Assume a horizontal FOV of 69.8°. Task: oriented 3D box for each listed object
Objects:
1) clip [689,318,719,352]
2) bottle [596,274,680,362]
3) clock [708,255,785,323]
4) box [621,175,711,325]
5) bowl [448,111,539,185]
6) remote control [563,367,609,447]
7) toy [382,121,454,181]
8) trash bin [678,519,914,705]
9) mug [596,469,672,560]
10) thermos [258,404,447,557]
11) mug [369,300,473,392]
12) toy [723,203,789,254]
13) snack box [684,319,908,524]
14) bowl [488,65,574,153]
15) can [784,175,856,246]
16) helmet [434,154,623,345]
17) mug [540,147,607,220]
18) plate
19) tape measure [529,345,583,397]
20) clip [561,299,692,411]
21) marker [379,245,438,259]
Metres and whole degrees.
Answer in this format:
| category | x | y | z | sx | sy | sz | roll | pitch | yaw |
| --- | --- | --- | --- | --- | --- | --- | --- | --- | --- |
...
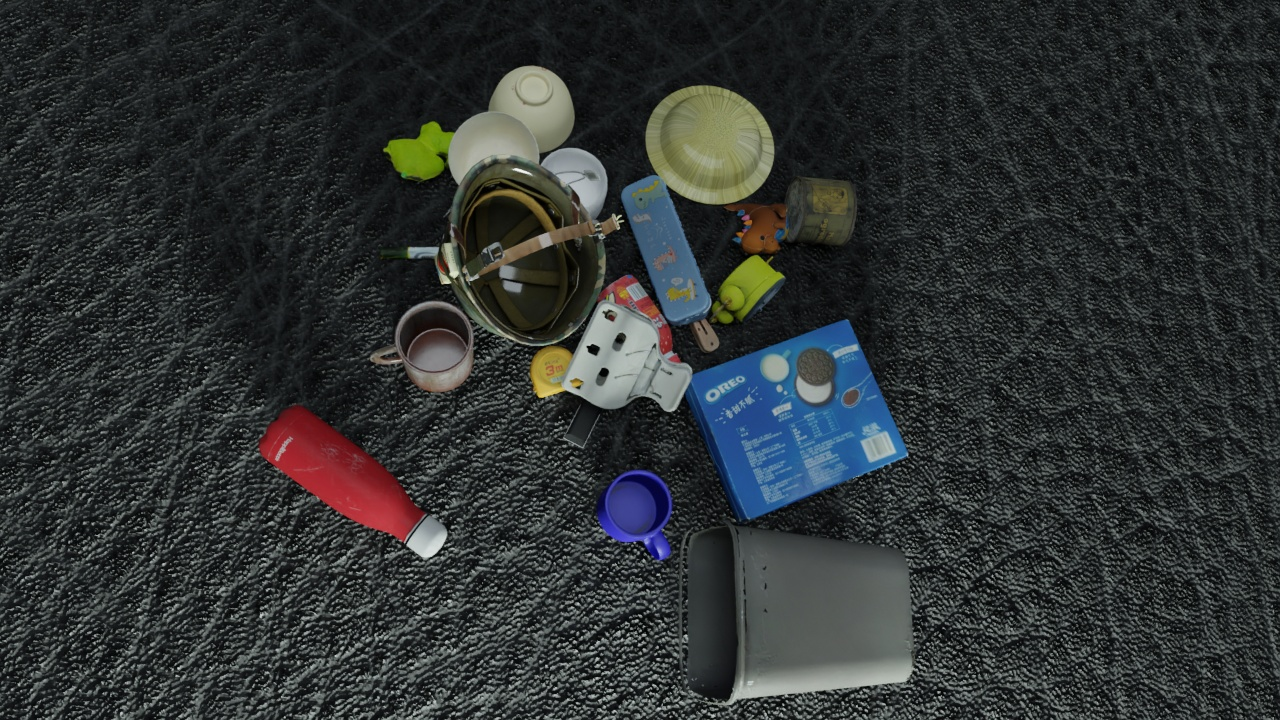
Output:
| category | x | y | z | sx | sy | sz | roll | pitch | yaw |
| --- | --- | --- | --- | --- | --- | --- | --- | --- | --- |
| clip | 0.083 | -0.040 | 1.209 | 0.025 | 0.049 | 0.061 | -25 | 54 | -15 |
| bottle | 0.004 | -0.039 | 1.180 | 0.062 | 0.062 | 0.137 | -33 | 82 | -16 |
| clock | 0.136 | -0.086 | 1.202 | 0.118 | 0.083 | 0.057 | -41 | 80 | -19 |
| box | 0.032 | -0.148 | 1.204 | 0.067 | 0.052 | 0.209 | -16 | 70 | -11 |
| bowl | -0.187 | -0.259 | 1.194 | 0.115 | 0.062 | 0.115 | 0 | 90 | -1 |
| remote control | -0.058 | 0.051 | 1.173 | 0.028 | 0.012 | 0.124 | 27 | 73 | -2 |
| toy | -0.284 | -0.273 | 1.206 | 0.094 | 0.036 | 0.093 | 25 | 68 | -9 |
| trash bin | 0.178 | 0.292 | 1.065 | 0.220 | 0.198 | 0.197 | 5 | 74 | -14 |
| mug | 0.000 | 0.191 | 1.109 | 0.079 | 0.084 | 0.111 | -30 | 82 | -15 |
| thermos | -0.330 | 0.147 | 1.072 | 0.240 | 0.073 | 0.073 | 36 | 73 | 0 |
| mug | -0.262 | -0.011 | 1.107 | 0.123 | 0.110 | 0.096 | -9 | 72 | -11 |
| toy | 0.148 | -0.180 | 1.237 | 0.103 | 0.071 | 0.090 | 26 | 45 | 20 |
| snack box | 0.197 | 0.077 | 1.185 | 0.238 | 0.056 | 0.195 | -19 | 80 | -12 |
| bowl | -0.144 | -0.347 | 1.226 | 0.118 | 0.074 | 0.118 | 2 | 76 | -9 |
| can | 0.243 | -0.202 | 1.245 | 0.074 | 0.090 | 0.089 | 3 | 75 | -9 |
| helmet | -0.139 | -0.130 | 1.081 | 0.192 | 0.237 | 0.224 | -22 | 112 | -30 |
| mug | -0.096 | -0.215 | 1.204 | 0.094 | 0.068 | 0.115 | 23 | 73 | -3 |
| plate | 0.101 | -0.310 | 1.275 | 0.184 | 0.036 | 0.184 | 2 | 74 | -8 |
| tape measure | -0.112 | 0.012 | 1.164 | 0.068 | 0.030 | 0.059 | -19 | 80 | -16 |
| clip | -0.008 | 0.005 | 1.136 | 0.150 | 0.089 | 0.126 | 23 | 105 | -12 |
| marker | -0.261 | -0.139 | 1.185 | 0.146 | 0.017 | 0.017 | -1 | 76 | -9 |
